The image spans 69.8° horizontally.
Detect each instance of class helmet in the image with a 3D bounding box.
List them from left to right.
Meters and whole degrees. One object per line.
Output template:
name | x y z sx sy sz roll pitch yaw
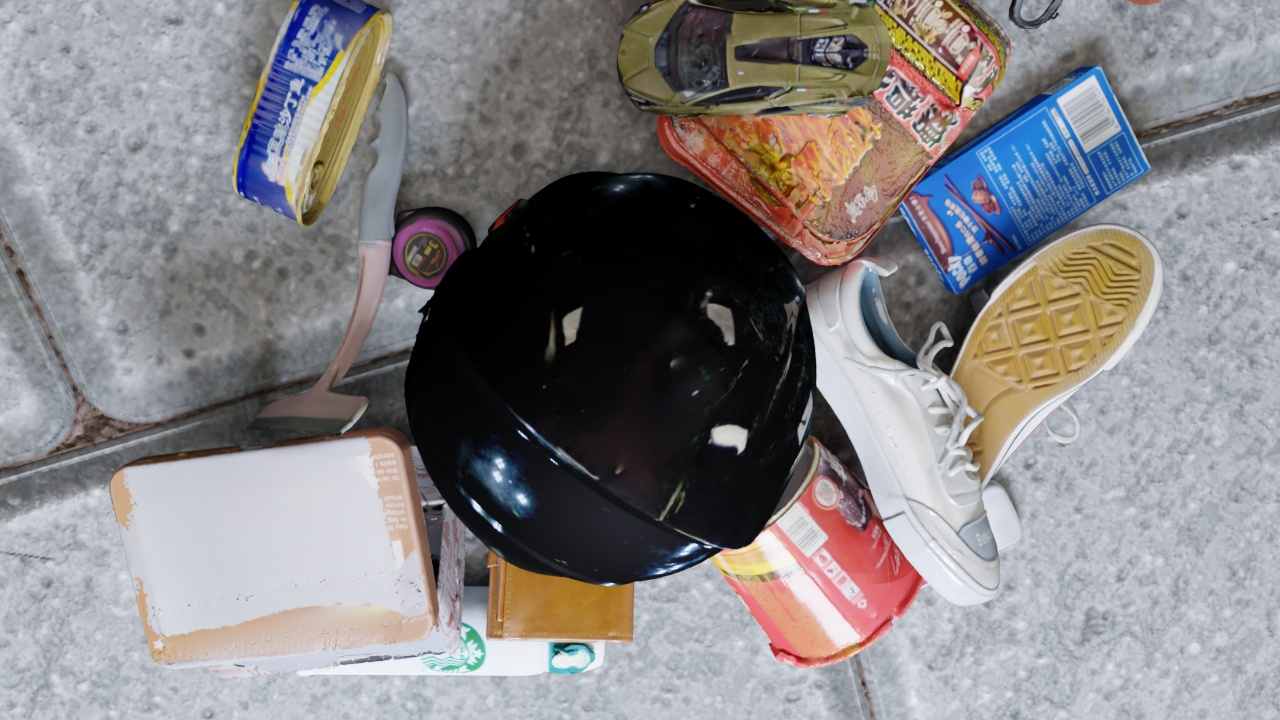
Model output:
helmet | -0.003 0.003 0.559 0.233 0.231 0.274 32 74 -24

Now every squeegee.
squeegee | -0.181 -0.069 0.596 0.040 0.248 0.249 18 78 -31

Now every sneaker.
sneaker | 0.188 0.040 0.612 0.091 0.089 0.242 -35 78 35
sneaker | 0.270 0.004 0.647 0.118 0.087 0.242 38 124 19

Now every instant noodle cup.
instant noodle cup | 0.114 0.125 0.643 0.138 0.137 0.108 -39 105 8
instant noodle cup | 0.119 -0.173 0.596 0.164 0.079 0.189 37 99 -11

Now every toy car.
toy car | 0.065 -0.176 0.534 0.158 0.042 0.070 -2 99 2

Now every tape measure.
tape measure | -0.142 -0.077 0.631 0.058 0.039 0.057 15 104 -1

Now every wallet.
wallet | -0.063 0.137 0.666 0.119 0.035 0.130 1 72 2

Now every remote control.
remote control | 0.229 0.144 0.717 0.136 0.020 0.056 -27 104 5

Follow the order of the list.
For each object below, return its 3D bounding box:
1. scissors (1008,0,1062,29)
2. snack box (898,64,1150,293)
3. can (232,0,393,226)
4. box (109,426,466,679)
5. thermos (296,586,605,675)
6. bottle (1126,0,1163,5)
scissors | 0.249 -0.295 0.573 0.175 0.014 0.159 -19 104 13
snack box | 0.265 -0.125 0.642 0.157 0.026 0.084 -33 104 6
can | -0.209 -0.163 0.587 0.049 0.074 0.148 24 103 -6
box | -0.217 0.110 0.583 0.182 0.153 0.181 -6 137 -1
thermos | -0.139 0.204 0.689 0.224 0.073 0.073 1 105 -3
bottle | 0.368 -0.327 0.576 0.060 0.059 0.206 33 100 -10
